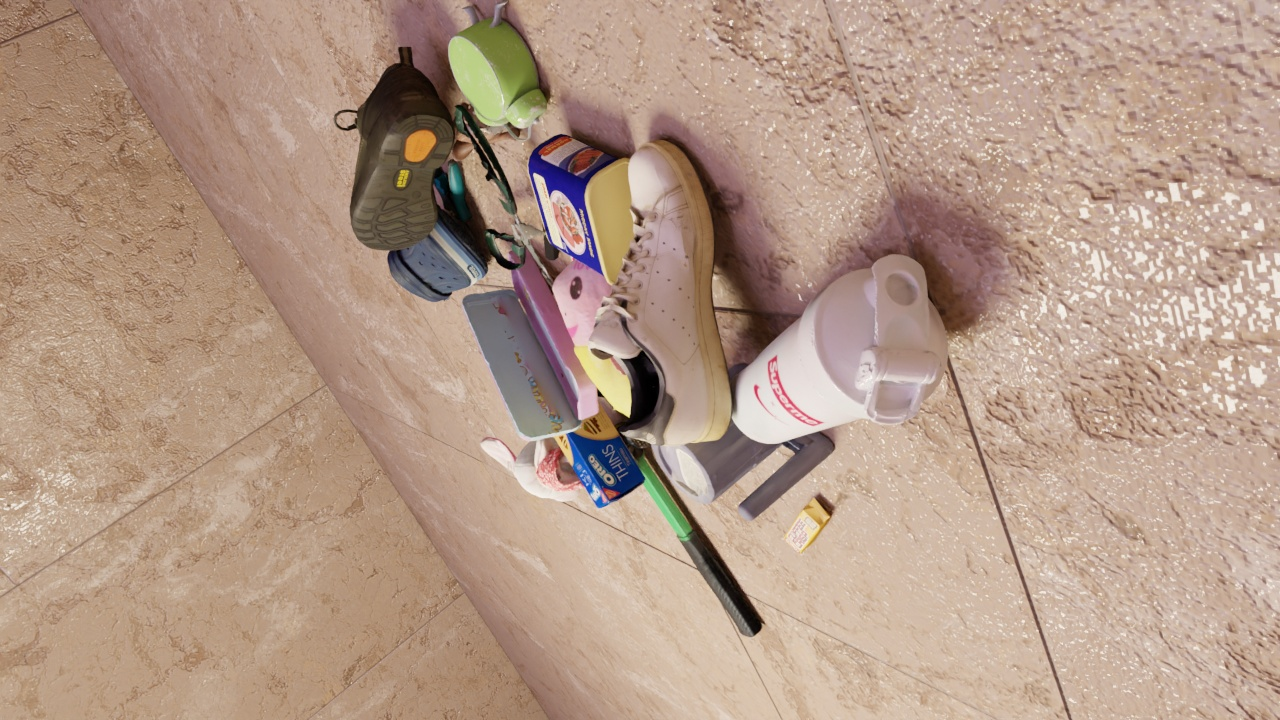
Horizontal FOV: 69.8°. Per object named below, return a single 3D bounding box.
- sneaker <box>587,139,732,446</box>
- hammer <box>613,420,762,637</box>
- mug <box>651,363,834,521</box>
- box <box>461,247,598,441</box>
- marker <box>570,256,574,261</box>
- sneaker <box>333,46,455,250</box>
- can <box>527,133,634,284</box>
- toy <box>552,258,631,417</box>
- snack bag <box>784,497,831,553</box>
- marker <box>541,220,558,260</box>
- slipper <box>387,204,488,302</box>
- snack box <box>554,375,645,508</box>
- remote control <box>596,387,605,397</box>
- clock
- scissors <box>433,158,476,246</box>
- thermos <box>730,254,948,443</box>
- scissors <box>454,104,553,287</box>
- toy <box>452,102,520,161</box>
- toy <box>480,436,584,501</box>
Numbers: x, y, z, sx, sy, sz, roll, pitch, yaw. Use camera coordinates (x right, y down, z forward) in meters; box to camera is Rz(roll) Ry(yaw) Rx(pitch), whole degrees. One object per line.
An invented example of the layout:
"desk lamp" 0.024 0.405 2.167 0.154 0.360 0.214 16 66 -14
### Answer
"sneaker" 0.003 -0.047 0.720 0.089 0.102 0.241 2 102 65
"hammer" 0.054 0.211 1.134 0.319 0.032 0.130 56 155 -9
"mug" 0.087 0.075 0.800 0.124 0.103 0.084 36 150 33
"box" -0.128 -0.017 0.998 0.089 0.092 0.214 90 156 -54
"marker" -0.062 -0.110 0.912 0.021 0.023 0.145 -3 130 16
"sneaker" -0.269 -0.228 0.972 0.239 0.101 0.142 -52 51 52
"can" -0.045 -0.135 0.809 0.092 0.056 0.116 34 150 39
"toy" -0.005 0.005 0.890 0.238 0.087 0.190 59 179 1
"snack bag" 0.161 0.162 0.888 0.026 0.020 0.099 46 155 18
"marker" -0.094 -0.147 0.927 0.021 0.017 0.124 43 155 23
"slipper" -0.268 -0.120 1.168 0.105 0.095 0.253 52 163 -9
"snack box" -0.075 0.073 1.081 0.206 0.057 0.056 58 158 7
"remote control" -0.052 0.022 1.079 0.152 0.020 0.041 2 120 62
"clock" -0.128 -0.251 0.816 0.094 0.042 0.119 21 141 52
"scissors" -0.224 -0.200 1.085 0.156 0.019 0.125 58 158 -17
"thermos" 0.133 0.009 0.649 0.099 0.099 0.221 51 160 3
"scissors" -0.143 -0.152 0.920 0.202 0.015 0.202 62 160 -14
"toy" -0.162 -0.231 0.908 0.102 0.041 0.055 6 151 49
"toy" -0.114 0.135 1.183 0.159 0.084 0.195 34 150 -19
